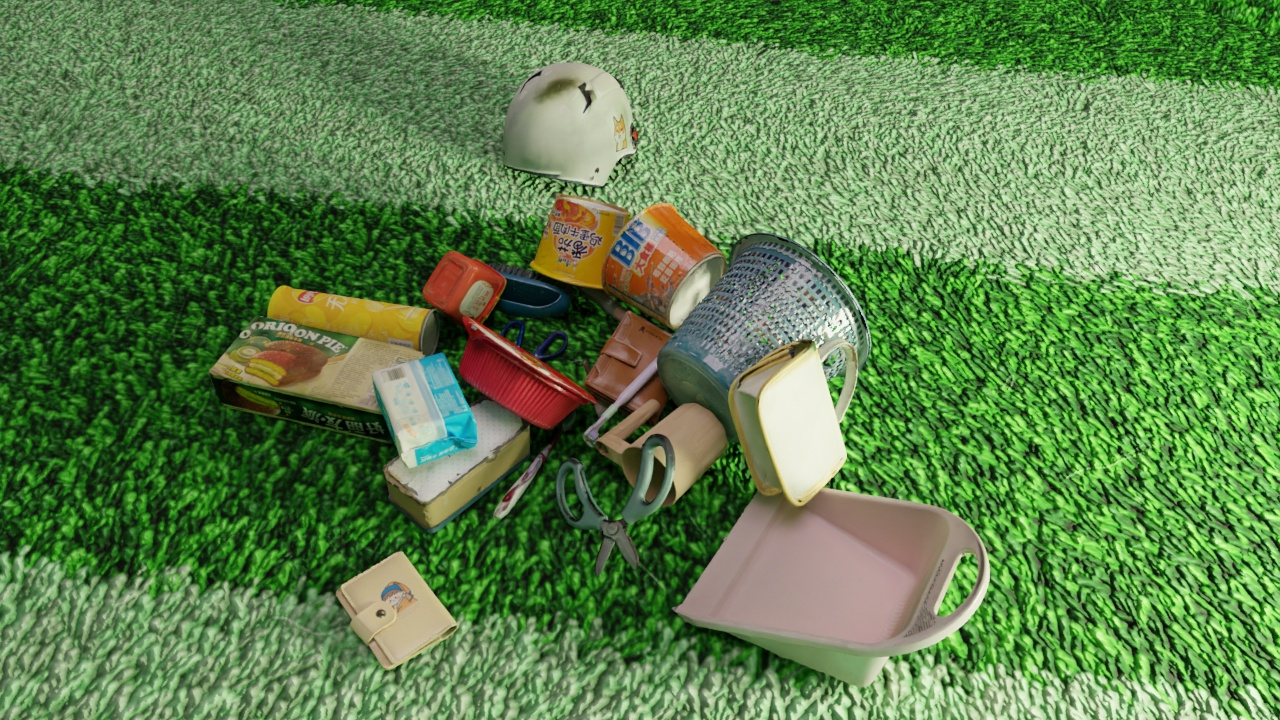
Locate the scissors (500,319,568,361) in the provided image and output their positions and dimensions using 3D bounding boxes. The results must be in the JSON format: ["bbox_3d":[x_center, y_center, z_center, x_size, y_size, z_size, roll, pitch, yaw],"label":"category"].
[{"bbox_3d":[-0.165,0.002,1.227,0.165,0.012,0.157,-27,54,-26],"label":"scissors"}]

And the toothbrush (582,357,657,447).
[{"bbox_3d":[-0.007,0.036,1.144,0.021,0.029,0.188,19,54,37],"label":"toothbrush"}]

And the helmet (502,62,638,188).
[{"bbox_3d":[-0.120,-0.423,1.560,0.230,0.157,0.273,18,46,13],"label":"helmet"}]

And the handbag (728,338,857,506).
[{"bbox_3d":[0.189,0.056,1.053,0.178,0.163,0.063,-35,28,-28],"label":"handbag"}]

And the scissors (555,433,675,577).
[{"bbox_3d":[-0.023,0.143,1.019,0.180,0.019,0.170,-48,49,12],"label":"scissors"}]

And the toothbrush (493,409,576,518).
[{"bbox_3d":[-0.124,0.121,1.104,0.016,0.017,0.187,21,46,16],"label":"toothbrush"}]

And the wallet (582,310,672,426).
[{"bbox_3d":[-0.007,0.007,1.189,0.119,0.035,0.130,31,59,-3],"label":"wallet"}]

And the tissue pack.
[{"bbox_3d":[-0.247,0.055,1.048,0.089,0.063,0.140,-17,48,-21],"label":"tissue pack"}]

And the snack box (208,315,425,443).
[{"bbox_3d":[-0.400,0.022,1.154,0.240,0.063,0.114,11,45,8],"label":"snack box"}]

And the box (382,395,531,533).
[{"bbox_3d":[-0.215,0.121,1.071,0.090,0.059,0.183,34,54,28],"label":"box"}]

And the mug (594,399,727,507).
[{"bbox_3d":[0.026,0.101,1.091,0.125,0.084,0.103,29,48,30],"label":"mug"}]

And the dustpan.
[{"bbox_3d":[0.205,0.206,0.952,0.273,0.139,0.221,23,47,18],"label":"dustpan"}]

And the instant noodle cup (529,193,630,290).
[{"bbox_3d":[-0.079,-0.170,1.299,0.138,0.110,0.138,13,15,-4],"label":"instant noodle cup"}]

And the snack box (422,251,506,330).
[{"bbox_3d":[-0.240,-0.096,1.240,0.082,0.080,0.091,33,90,27],"label":"snack box"}]

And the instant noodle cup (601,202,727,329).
[{"bbox_3d":[0.038,-0.120,1.236,0.111,0.152,0.151,39,54,24],"label":"instant noodle cup"}]

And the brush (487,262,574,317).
[{"bbox_3d":[-0.168,-0.093,1.291,0.144,0.055,0.073,15,44,11],"label":"brush"}]

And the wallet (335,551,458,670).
[{"bbox_3d":[-0.256,0.258,0.951,0.087,0.024,0.115,-30,55,-28],"label":"wallet"}]

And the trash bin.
[{"bbox_3d":[0.135,-0.013,1.139,0.226,0.227,0.194,37,66,29],"label":"trash bin"}]

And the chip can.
[{"bbox_3d":[-0.381,-0.050,1.221,0.213,0.072,0.071,9,45,5],"label":"chip can"}]

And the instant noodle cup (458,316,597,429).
[{"bbox_3d":[-0.148,0.023,1.108,0.194,0.194,0.066,33,88,27],"label":"instant noodle cup"}]

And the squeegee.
[{"bbox_3d":[-0.024,-0.056,1.277,0.247,0.040,0.249,-26,51,-26],"label":"squeegee"}]
